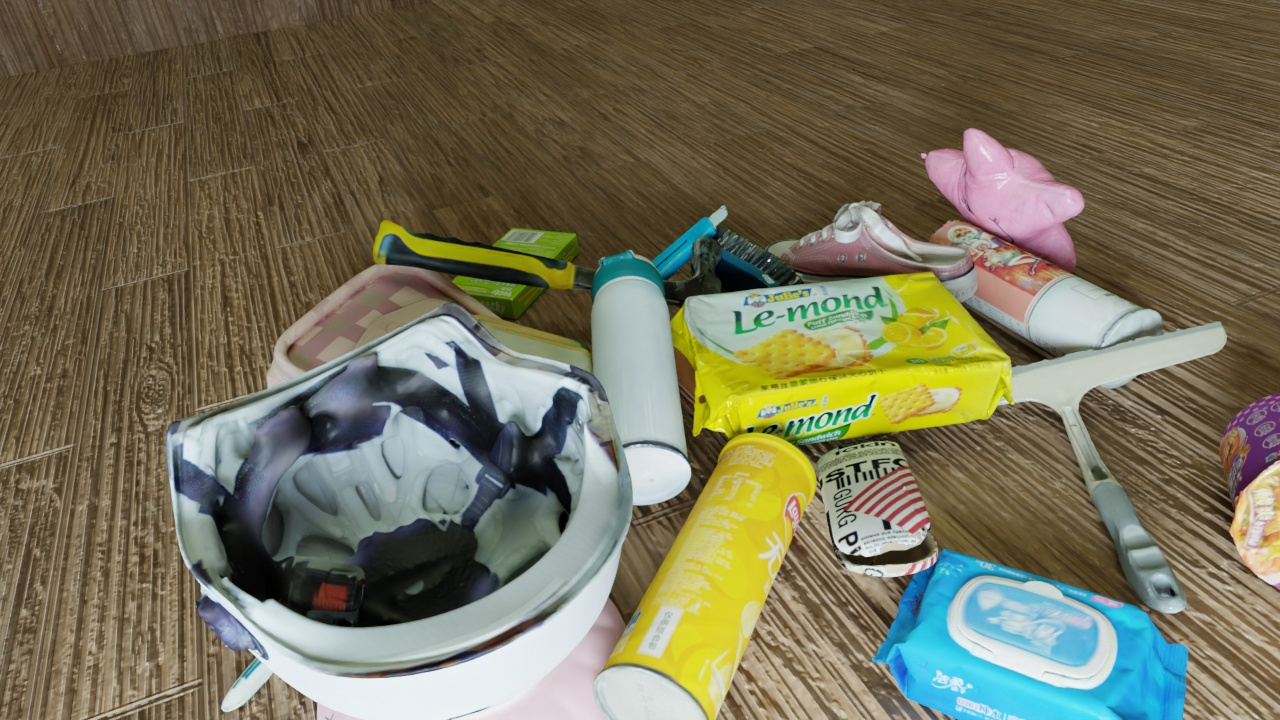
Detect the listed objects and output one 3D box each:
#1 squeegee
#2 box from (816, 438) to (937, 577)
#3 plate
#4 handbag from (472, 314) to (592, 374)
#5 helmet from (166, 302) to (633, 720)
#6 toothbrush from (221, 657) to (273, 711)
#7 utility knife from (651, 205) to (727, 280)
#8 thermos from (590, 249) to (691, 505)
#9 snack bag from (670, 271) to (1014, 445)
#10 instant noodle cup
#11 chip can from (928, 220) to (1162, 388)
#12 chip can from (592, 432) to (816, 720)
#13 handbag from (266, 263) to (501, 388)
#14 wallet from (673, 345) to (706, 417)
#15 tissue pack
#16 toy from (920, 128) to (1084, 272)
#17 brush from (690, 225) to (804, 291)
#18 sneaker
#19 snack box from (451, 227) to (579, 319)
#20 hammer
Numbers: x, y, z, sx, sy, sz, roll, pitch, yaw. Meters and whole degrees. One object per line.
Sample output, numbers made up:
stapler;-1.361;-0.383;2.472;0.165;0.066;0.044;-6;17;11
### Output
squeegee;0.322;0.084;0.635;0.247;0.039;0.246;-15;33;14
box;0.153;0.088;0.611;0.074;0.064;0.164;10;15;1
plate;-0.103;0.178;0.558;0.192;0.039;0.192;-5;33;3
handbag;-0.064;0.054;0.712;0.178;0.063;0.163;12;44;-22
helmet;-0.122;0.100;0.511;0.228;0.146;0.259;-33;49;-32
toothbrush;-0.217;0.161;0.626;0.018;0.016;0.191;0;32;28
utility knife;0.028;-0.100;0.923;0.166;0.018;0.034;-42;42;-8
thermos;-0.004;0.004;0.714;0.073;0.073;0.223;-6;45;0
snack bag;0.150;0.000;0.718;0.246;0.068;0.157;-6;32;-5
instant noodle cup;0.425;0.075;0.577;0.112;0.112;0.099;5;28;16
chip can;0.347;-0.057;0.818;0.071;0.071;0.214;-18;34;-18
chip can;0.048;0.134;0.572;0.072;0.072;0.212;10;36;22
handbag;-0.180;0.012;0.804;0.234;0.094;0.192;19;39;15
wallet;0.076;-0.007;0.807;0.130;0.035;0.119;-25;56;-25
tissue pack;0.221;0.165;0.515;0.157;0.052;0.094;15;39;29
toy;0.352;-0.157;0.902;0.178;0.194;0.074;42;91;27
brush;0.096;-0.082;0.914;0.073;0.055;0.144;-40;42;-10
sneaker;0.208;-0.109;0.879;0.118;0.088;0.241;-28;25;-30
snack box;-0.138;-0.098;0.998;0.086;0.026;0.156;8;35;20
hammer;-0.084;-0.080;0.856;0.323;0.032;0.126;9;61;-6
